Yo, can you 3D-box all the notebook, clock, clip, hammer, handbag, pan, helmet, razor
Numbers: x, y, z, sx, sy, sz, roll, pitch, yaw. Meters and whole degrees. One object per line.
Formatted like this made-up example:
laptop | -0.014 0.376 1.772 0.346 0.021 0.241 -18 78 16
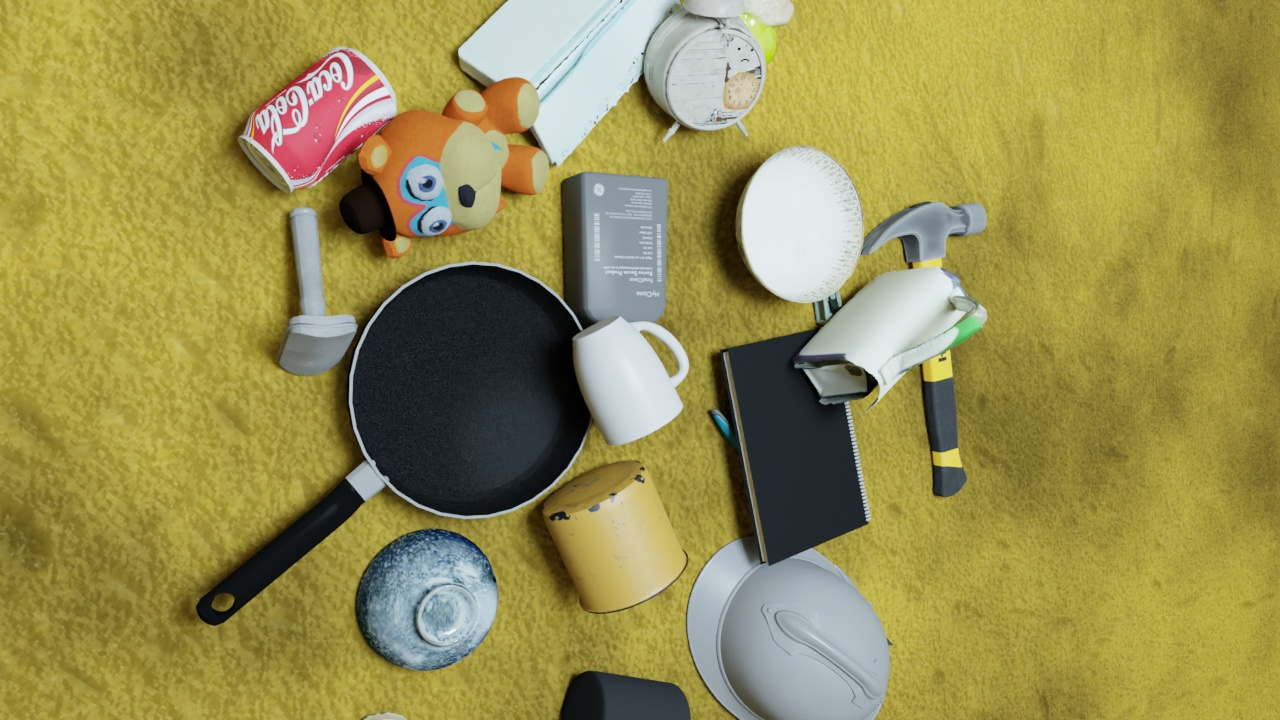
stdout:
notebook | 0.156 0.078 0.899 0.148 0.016 0.206 -12 93 -36
clock | 0.061 -0.268 0.793 0.103 0.061 0.157 -7 129 -14
clip | 0.186 -0.075 0.928 0.042 0.023 0.076 -20 103 -29
hammer | 0.318 -0.009 1.000 0.169 0.034 0.324 -12 99 -26
handbag | 0.249 -0.018 0.849 0.151 0.176 0.074 -43 106 -23
pan | -0.188 0.070 0.716 0.354 0.044 0.204 -41 110 -21
helmet | 0.176 0.285 0.877 0.271 0.118 0.183 42 73 -19
razor | -0.243 -0.057 0.676 0.047 0.088 0.116 -3 74 -29

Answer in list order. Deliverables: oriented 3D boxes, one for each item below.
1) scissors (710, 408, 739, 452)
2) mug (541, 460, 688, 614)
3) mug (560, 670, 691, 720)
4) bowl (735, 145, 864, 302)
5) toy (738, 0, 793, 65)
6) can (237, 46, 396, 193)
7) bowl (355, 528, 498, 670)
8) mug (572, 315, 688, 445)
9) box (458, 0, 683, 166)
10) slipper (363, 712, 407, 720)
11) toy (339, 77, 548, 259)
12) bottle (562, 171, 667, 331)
scissors | 0.118 0.084 0.898 0.124 0.019 0.155 8 87 -28
mug | -0.020 0.141 0.787 0.094 0.101 0.123 67 24 -11
mug | -0.022 0.331 0.804 0.088 0.078 0.114 19 108 -28
bowl | 0.138 -0.127 0.877 0.145 0.063 0.145 -1 92 -29
toy | 0.095 -0.313 0.838 0.092 0.043 0.118 22 117 -27
can | -0.235 -0.175 0.672 0.104 0.064 0.064 -48 112 -19
bowl | -0.160 0.195 0.727 0.114 0.061 0.114 -1 93 -30
mug | -0.005 0.004 0.758 0.107 0.071 0.089 -35 104 -36
box | -0.051 -0.278 0.785 0.197 0.074 0.126 -50 131 -16
slipper | -0.158 0.404 0.742 0.114 0.054 0.273 -34 108 -18
toy | -0.149 -0.147 0.705 0.175 0.096 0.112 -28 138 -21
bottle | -0.022 -0.072 0.801 0.083 0.046 0.174 -1 92 -29
